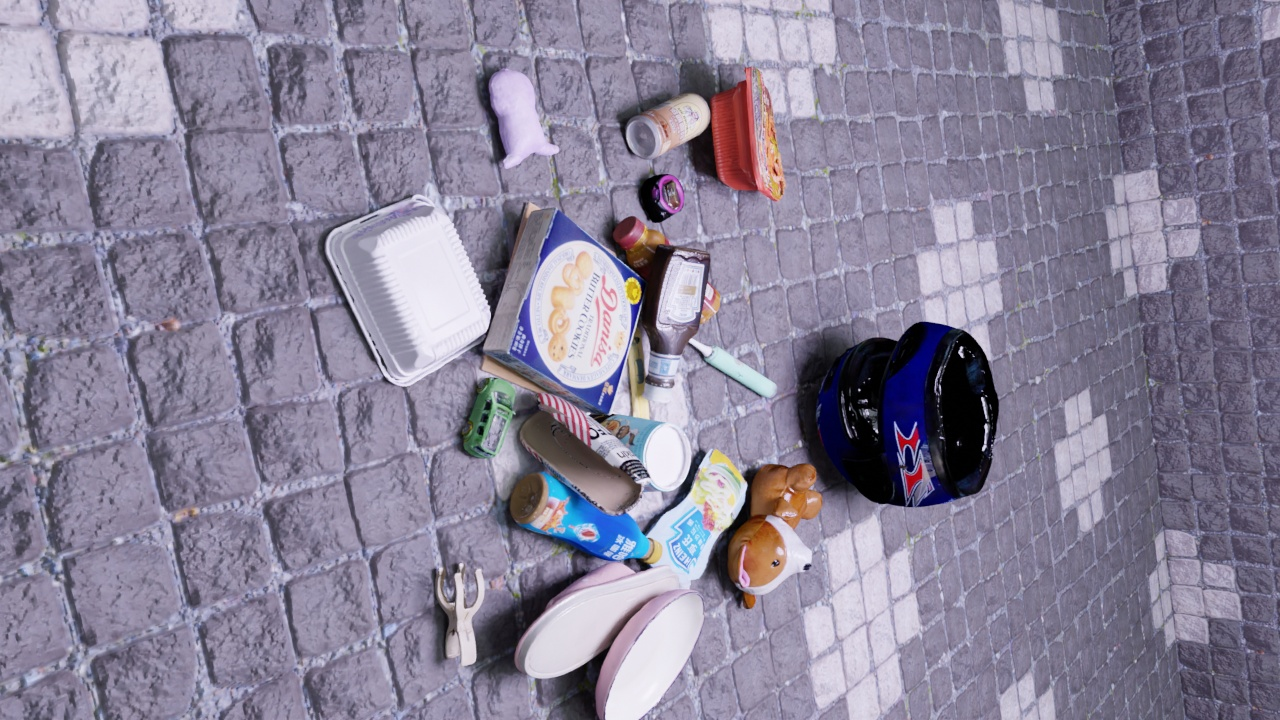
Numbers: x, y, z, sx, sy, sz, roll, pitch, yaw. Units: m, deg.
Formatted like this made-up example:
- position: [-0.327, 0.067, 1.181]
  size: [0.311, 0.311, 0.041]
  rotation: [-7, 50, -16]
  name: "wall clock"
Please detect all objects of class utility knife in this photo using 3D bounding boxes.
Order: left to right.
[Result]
- position: [-0.007, 0.007, 1.175]
  size: [0.030, 0.021, 0.198]
  rotation: [-8, 89, -50]
  name: "utility knife"

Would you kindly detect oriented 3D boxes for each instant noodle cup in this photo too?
- position: [-0.224, -0.074, 0.936]
  size: [0.137, 0.060, 0.173]
  rotation: [-36, 110, -39]
  name: "instant noodle cup"
- position: [-0.008, 0.111, 1.090]
  size: [0.111, 0.121, 0.111]
  rotation: [3, 85, -44]
  name: "instant noodle cup"
- position: [0.149, -0.305, 1.268]
  size: [0.188, 0.079, 0.164]
  rotation: [-8, 93, -72]
  name: "instant noodle cup"

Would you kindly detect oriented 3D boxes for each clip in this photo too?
- position: [-0.181, 0.263, 0.952]
  size: [0.034, 0.082, 0.104]
  rotation: [0, 77, -44]
  name: "clip"

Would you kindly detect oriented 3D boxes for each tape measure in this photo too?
- position: [0.031, -0.215, 1.202]
  size: [0.056, 0.039, 0.058]
  rotation: [-33, 110, -40]
  name: "tape measure"

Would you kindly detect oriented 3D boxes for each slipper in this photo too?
- position: [-0.050, 0.291, 1.068]
  size: [0.273, 0.054, 0.114]
  rotation: [-6, 118, -52]
  name: "slipper"

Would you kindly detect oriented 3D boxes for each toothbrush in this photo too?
- position: [0.118, 0.002, 1.284]
  size: [0.224, 0.027, 0.026]
  rotation: [30, 28, -39]
  name: "toothbrush"

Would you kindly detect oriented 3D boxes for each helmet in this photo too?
- position: [0.384, 0.076, 1.382]
  size: [0.246, 0.241, 0.315]
  rotation: [-56, 135, -29]
  name: "helmet"

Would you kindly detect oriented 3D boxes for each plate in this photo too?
- position: [0.007, 0.354, 1.108]
  size: [0.191, 0.039, 0.193]
  rotation: [-36, 141, -36]
  name: "plate"

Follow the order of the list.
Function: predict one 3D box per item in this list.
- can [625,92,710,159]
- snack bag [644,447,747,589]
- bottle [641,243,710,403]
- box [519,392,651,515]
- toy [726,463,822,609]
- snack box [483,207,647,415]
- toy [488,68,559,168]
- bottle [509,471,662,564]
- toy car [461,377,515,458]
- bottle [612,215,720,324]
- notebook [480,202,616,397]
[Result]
- position: [0.036, -0.307, 1.200]
  size: [0.116, 0.059, 0.058]
  rotation: [-36, 112, -40]
  name: "can"
- position: [0.074, 0.216, 1.223]
  size: [0.190, 0.039, 0.110]
  rotation: [-52, 128, -31]
  name: "snack bag"
- position: [0.037, -0.045, 1.146]
  size: [0.079, 0.044, 0.195]
  rotation: [2, 103, -38]
  name: "bottle"
- position: [-0.066, 0.108, 1.024]
  size: [0.087, 0.163, 0.076]
  rotation: [-58, 162, 9]
  name: "box"
- position: [0.188, 0.245, 1.282]
  size: [0.199, 0.130, 0.140]
  rotation: [-54, 145, -23]
  name: "toy"
- position: [-0.080, -0.053, 1.061]
  size: [0.182, 0.046, 0.177]
  rotation: [34, 64, -44]
  name: "snack box"
- position: [-0.137, -0.279, 1.044]
  size: [0.083, 0.039, 0.108]
  rotation: [-26, 103, -42]
  name: "toy"
- position: [-0.054, 0.195, 1.079]
  size: [0.218, 0.065, 0.065]
  rotation: [32, 66, -38]
  name: "bottle"
- position: [-0.163, 0.062, 1.004]
  size: [0.043, 0.036, 0.091]
  rotation: [29, 64, -38]
  name: "toy car"
- position: [0.034, -0.117, 1.187]
  size: [0.175, 0.058, 0.057]
  rotation: [42, 60, -34]
  name: "bottle"
- position: [-0.104, -0.062, 1.086]
  size: [0.147, 0.008, 0.207]
  rotation: [26, 70, -40]
  name: "notebook"
